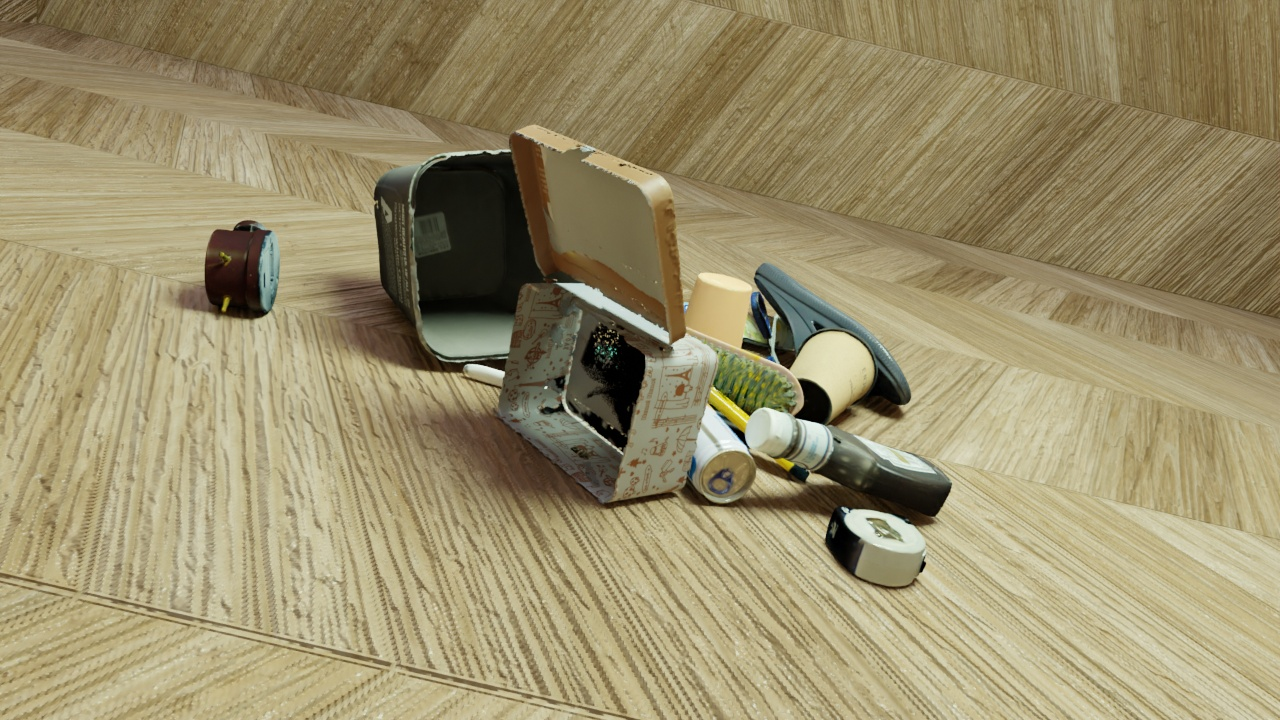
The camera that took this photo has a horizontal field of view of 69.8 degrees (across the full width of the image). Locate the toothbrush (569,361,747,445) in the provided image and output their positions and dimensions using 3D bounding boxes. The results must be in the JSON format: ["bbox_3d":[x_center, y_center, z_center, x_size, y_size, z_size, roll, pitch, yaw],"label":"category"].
[{"bbox_3d":[0.014,0.037,0.901,0.213,0.026,0.027,19,62,19],"label":"toothbrush"}]

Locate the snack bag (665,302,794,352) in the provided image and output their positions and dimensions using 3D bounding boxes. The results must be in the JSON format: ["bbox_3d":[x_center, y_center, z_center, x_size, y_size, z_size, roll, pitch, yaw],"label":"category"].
[{"bbox_3d":[0.114,-0.046,1.205,0.191,0.039,0.110,8,30,-14],"label":"snack bag"}]

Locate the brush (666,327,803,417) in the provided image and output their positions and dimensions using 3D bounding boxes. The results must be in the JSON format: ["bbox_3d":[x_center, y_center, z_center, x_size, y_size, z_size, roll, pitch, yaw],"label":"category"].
[{"bbox_3d":[0.091,0.017,0.904,0.146,0.063,0.073,21,3,10],"label":"brush"}]

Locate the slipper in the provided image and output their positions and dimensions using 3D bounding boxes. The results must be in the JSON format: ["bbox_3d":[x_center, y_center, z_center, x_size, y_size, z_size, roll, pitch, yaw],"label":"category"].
[{"bbox_3d":[0.217,-0.017,1.123,0.268,0.083,0.110,46,-2,36],"label":"slipper"}]

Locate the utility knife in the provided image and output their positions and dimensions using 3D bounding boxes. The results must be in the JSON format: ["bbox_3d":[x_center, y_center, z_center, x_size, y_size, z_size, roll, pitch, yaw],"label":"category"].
[{"bbox_3d":[0.095,0.055,0.840,0.154,0.015,0.033,41,11,16],"label":"utility knife"}]

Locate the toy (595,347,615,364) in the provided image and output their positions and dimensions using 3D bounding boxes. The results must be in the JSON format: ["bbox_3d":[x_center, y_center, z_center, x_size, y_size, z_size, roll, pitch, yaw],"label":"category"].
[{"bbox_3d":[-0.006,0.006,0.955,0.096,0.030,0.091,24,8,35],"label":"toy"}]

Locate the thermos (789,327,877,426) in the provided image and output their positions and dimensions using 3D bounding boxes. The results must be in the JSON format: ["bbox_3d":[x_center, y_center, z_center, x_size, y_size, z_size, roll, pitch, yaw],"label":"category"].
[{"bbox_3d":[0.196,0.023,0.982,0.093,0.093,0.142,20,27,20],"label":"thermos"}]

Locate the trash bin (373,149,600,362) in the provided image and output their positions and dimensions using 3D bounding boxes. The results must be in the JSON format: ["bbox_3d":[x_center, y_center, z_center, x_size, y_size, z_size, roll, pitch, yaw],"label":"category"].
[{"bbox_3d":[-0.175,-0.122,0.960,0.198,0.199,0.220,-8,17,-30],"label":"trash bin"}]

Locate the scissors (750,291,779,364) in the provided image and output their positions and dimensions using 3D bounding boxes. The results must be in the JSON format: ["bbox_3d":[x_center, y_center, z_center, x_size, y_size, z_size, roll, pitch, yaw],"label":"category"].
[{"bbox_3d":[0.144,-0.016,1.028,0.012,0.162,0.175,-7,40,17],"label":"scissors"}]

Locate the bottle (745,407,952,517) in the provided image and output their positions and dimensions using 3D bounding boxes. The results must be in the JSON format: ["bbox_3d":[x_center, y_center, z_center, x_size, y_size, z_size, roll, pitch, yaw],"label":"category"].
[{"bbox_3d":[0.174,0.083,0.776,0.194,0.044,0.080,20,12,-28],"label":"bottle"}]

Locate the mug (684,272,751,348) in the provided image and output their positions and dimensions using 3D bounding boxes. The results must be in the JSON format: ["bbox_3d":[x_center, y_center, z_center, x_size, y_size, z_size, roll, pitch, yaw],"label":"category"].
[{"bbox_3d":[0.076,-0.027,0.977,0.078,0.123,0.078,13,18,-4],"label":"mug"}]

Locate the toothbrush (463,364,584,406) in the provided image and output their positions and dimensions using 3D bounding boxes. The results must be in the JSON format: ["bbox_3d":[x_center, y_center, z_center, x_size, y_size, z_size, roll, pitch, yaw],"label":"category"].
[{"bbox_3d":[-0.082,0.033,0.859,0.180,0.016,0.016,16,24,6],"label":"toothbrush"}]

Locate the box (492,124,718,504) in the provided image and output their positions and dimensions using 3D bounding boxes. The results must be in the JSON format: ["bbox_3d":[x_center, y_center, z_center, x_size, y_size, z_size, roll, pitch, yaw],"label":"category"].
[{"bbox_3d":[-0.031,-0.036,0.718,0.106,0.272,0.178,-18,34,-34],"label":"box"}]

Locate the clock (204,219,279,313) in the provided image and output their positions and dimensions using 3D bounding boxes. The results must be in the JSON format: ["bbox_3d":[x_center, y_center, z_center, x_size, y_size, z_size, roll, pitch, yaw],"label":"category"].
[{"bbox_3d":[-0.391,-0.094,0.911,0.055,0.082,0.122,3,22,-11],"label":"clock"}]

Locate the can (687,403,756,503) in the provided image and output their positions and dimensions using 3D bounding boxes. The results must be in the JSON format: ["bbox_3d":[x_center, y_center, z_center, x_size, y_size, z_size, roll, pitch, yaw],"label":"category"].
[{"bbox_3d":[0.050,0.068,0.785,0.053,0.053,0.134,6,19,-21],"label":"can"}]

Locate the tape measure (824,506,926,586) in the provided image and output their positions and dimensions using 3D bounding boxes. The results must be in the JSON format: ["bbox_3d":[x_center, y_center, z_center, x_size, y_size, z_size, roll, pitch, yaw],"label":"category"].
[{"bbox_3d":[0.181,0.141,0.696,0.065,0.034,0.066,7,19,-14],"label":"tape measure"}]
